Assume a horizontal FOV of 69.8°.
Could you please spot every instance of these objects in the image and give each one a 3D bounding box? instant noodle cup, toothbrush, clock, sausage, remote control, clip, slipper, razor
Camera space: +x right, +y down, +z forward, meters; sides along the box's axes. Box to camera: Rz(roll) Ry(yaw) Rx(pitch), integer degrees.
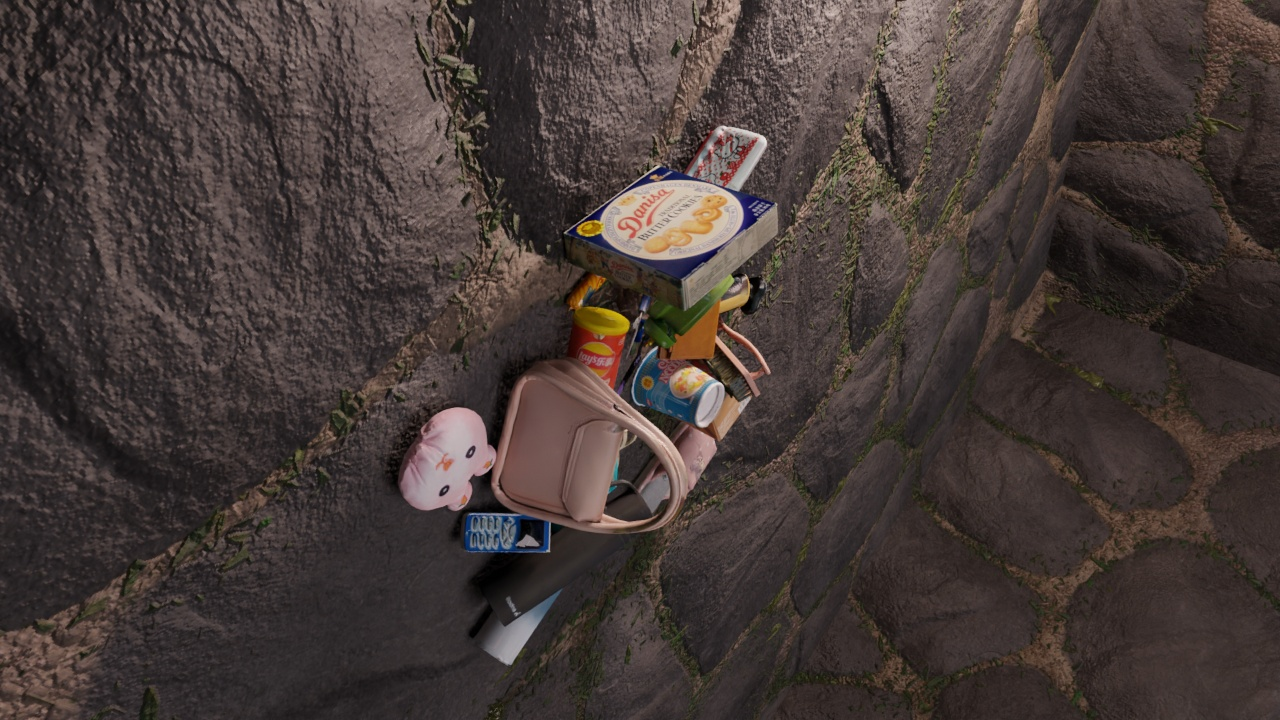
[{"bbox_3d":[0.059,0.043,1.332,0.099,0.110,0.099,-38,142,-38],"label":"instant noodle cup"},{"bbox_3d":[-0.007,0.007,1.224,0.188,0.017,0.014,-62,158,-55],"label":"toothbrush"},{"bbox_3d":[0.056,-0.075,1.184,0.162,0.056,0.115,-45,-177,32],"label":"clock"},{"bbox_3d":[-0.039,-0.120,1.134,0.164,0.021,0.021,-51,148,-20],"label":"sausage"},{"bbox_3d":[-0.168,0.216,1.152,0.124,0.024,0.049,9,78,-35],"label":"remote control"},{"bbox_3d":[-0.028,0.125,1.303,0.034,0.087,0.104,-24,121,-48],"label":"clip"},{"bbox_3d":[0.061,0.179,1.500,0.273,0.054,0.114,-46,146,-26],"label":"slipper"},{"bbox_3d":[0.126,-0.087,1.391,0.167,0.062,0.067,-23,103,-42],"label":"razor"}]

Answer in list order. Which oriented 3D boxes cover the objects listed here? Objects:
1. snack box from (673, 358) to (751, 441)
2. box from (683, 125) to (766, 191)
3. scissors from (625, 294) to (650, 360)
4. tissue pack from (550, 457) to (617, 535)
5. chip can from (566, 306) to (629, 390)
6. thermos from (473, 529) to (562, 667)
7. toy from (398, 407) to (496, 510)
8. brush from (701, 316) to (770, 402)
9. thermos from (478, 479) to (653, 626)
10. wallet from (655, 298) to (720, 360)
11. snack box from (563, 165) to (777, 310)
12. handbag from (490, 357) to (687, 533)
[{"bbox_3d":[0.105,0.053,1.426,0.092,0.094,0.077,-52,149,-18],"label":"snack box"},{"bbox_3d":[0.090,-0.200,1.193,0.201,0.100,0.095,-58,143,-7],"label":"box"},{"bbox_3d":[-0.002,-0.050,1.194,0.163,0.012,0.162,98,7,-62],"label":"scissors"},{"bbox_3d":[-0.088,0.171,1.263,0.133,0.050,0.093,-38,144,-35],"label":"tissue pack"},{"bbox_3d":[-0.070,0.042,1.167,0.073,0.073,0.217,-20,130,-50],"label":"chip can"},{"bbox_3d":[-0.143,0.314,1.279,0.220,0.070,0.070,-55,149,-15],"label":"thermos"},{"bbox_3d":[-0.210,0.116,1.030,0.121,0.054,0.159,-57,158,-10],"label":"toy"},{"bbox_3d":[0.131,-0.008,1.370,0.073,0.145,0.063,-36,138,0],"label":"brush"},{"bbox_3d":[-0.101,0.248,1.224,0.242,0.068,0.090,-33,106,-12],"label":"thermos"},{"bbox_3d":[0.067,-0.065,1.292,0.118,0.035,0.131,-2,104,-39],"label":"wallet"},{"bbox_3d":[0.035,-0.147,1.065,0.177,0.183,0.046,-41,141,-33],"label":"snack box"},{"bbox_3d":[-0.054,0.119,1.088,0.093,0.234,0.194,-29,138,-57],"label":"handbag"}]
